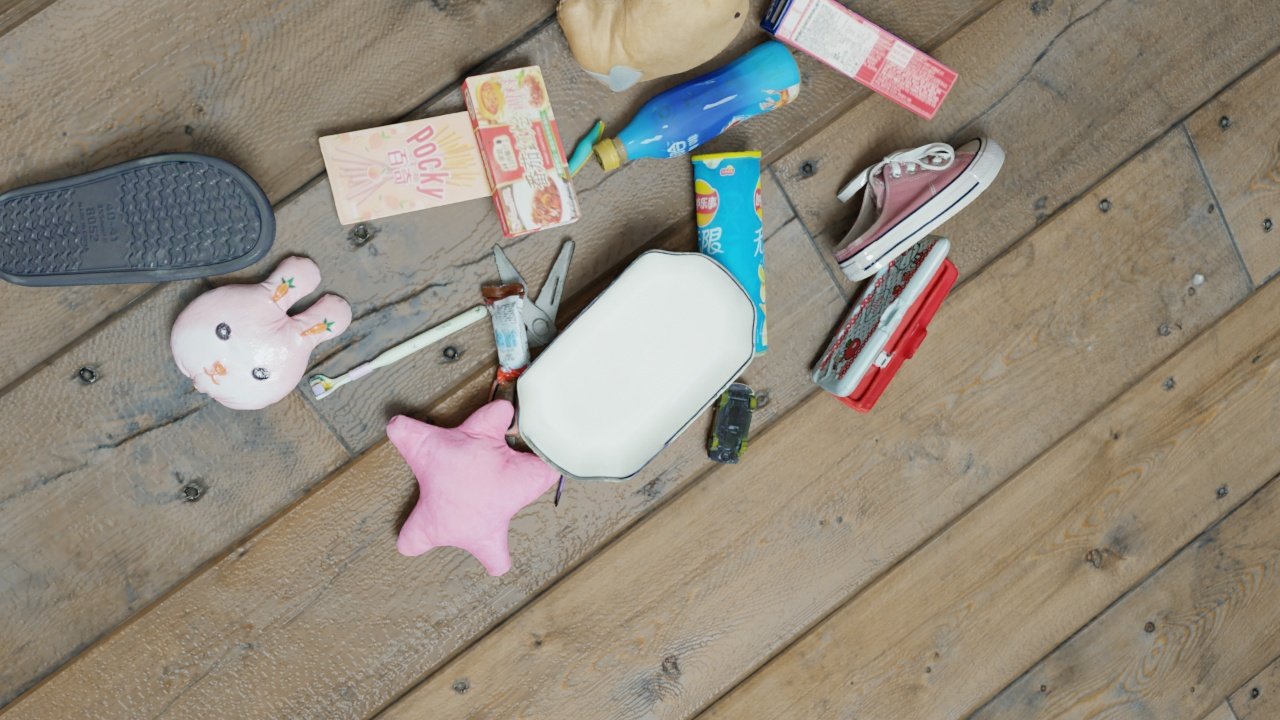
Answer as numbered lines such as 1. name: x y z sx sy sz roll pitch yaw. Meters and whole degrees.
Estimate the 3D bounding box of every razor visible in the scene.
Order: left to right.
1. razor: -0.081 -0.192 0.922 0.132 0.043 0.028 -45 116 -8

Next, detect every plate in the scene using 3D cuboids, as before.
1. plate: -0.005 0.005 0.925 0.162 0.034 0.266 42 97 -15

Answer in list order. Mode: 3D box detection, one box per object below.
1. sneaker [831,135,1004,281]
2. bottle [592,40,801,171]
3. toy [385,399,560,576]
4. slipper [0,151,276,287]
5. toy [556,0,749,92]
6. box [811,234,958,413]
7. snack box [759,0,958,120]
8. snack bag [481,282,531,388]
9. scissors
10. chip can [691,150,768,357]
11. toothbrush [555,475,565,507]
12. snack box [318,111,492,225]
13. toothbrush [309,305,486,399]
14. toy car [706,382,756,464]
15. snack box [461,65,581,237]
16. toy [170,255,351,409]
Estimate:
1. sneaker: 0.285 -0.182 0.969 0.240 0.118 0.088 -38 97 -18
2. bottle: 0.054 -0.250 0.924 0.218 0.065 0.065 -27 106 -7
3. toy: -0.165 0.135 0.944 0.178 0.074 0.195 -6 106 -11
4. slipper: -0.451 -0.122 0.830 0.268 0.083 0.110 -5 94 6
5. toy: 0.036 -0.327 0.846 0.226 0.143 0.082 -18 71 27
6. box: 0.282 -0.036 1.004 0.094 0.100 0.201 32 93 -17
7. snack box: 0.224 -0.320 0.939 0.207 0.057 0.058 20 114 -22
8. snack bag: -0.132 -0.026 0.929 0.045 0.026 0.105 -8 96 10
9. scissors: -0.103 -0.015 0.953 0.189 0.015 0.225 -38 99 3
10. chip can: 0.095 -0.110 0.958 0.071 0.071 0.210 -7 102 -12
11. toothbrush: -0.065 0.070 0.986 0.016 0.014 0.189 13 98 -10
12. snack box: -0.222 -0.189 0.890 0.157 0.026 0.084 -14 104 -10
13. toothbrush: -0.242 -0.011 0.925 0.189 0.029 0.020 -26 148 -8
14. toy car: 0.098 0.068 1.013 0.042 0.035 0.090 10 98 -17
15. snack box: -0.114 -0.200 0.880 0.075 0.025 0.153 -17 93 -20
16. toy: -0.362 -0.028 0.878 0.159 0.054 0.121 -41 108 -11
